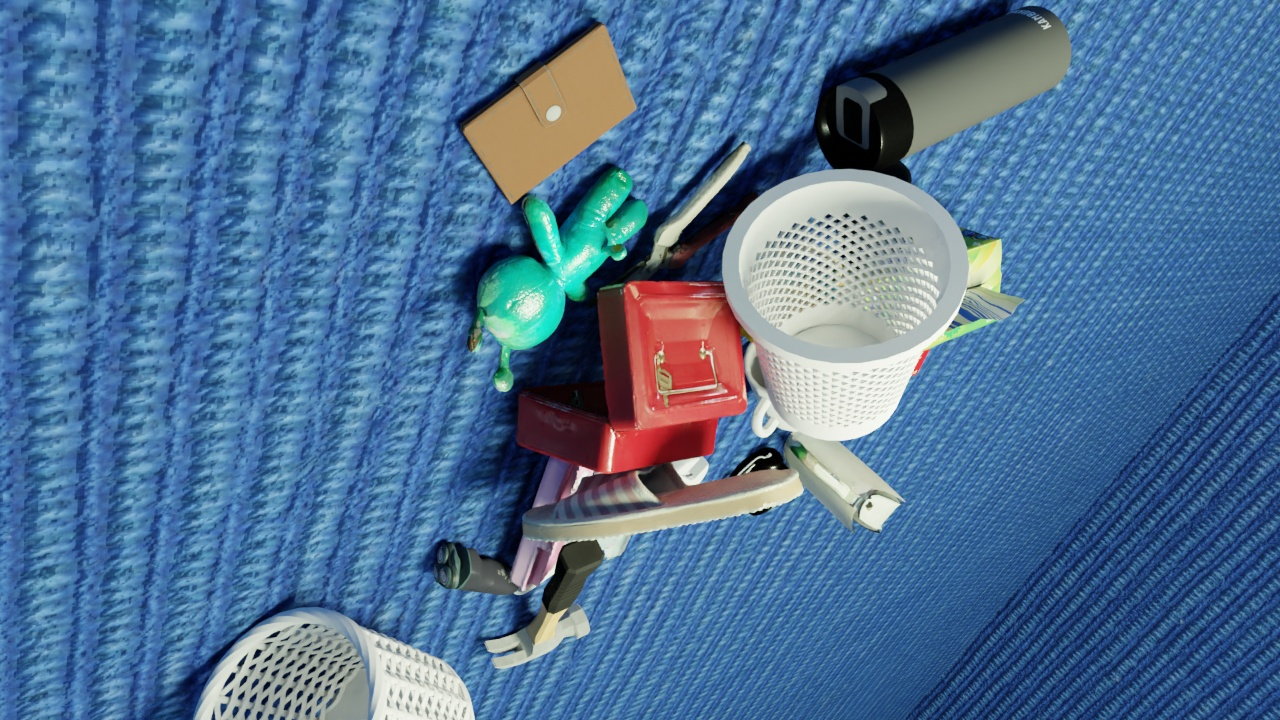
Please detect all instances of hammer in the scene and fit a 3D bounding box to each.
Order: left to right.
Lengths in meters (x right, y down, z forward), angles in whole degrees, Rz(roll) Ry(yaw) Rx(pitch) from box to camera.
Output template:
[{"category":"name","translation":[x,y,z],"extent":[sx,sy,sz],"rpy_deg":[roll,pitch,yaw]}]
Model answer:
[{"category":"hammer","translation":[-0.094,0.269,1.010],"extent":[0.131,0.039,0.329],"rpy_deg":[-18,155,-25]}]

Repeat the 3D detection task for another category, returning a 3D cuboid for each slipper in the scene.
[{"category":"slipper","translation":[0.012,0.116,0.810],"extent":[0.263,0.052,0.114],"rpy_deg":[-11,-178,24]}]

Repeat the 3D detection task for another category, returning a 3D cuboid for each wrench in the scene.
[{"category":"wrench","translation":[-0.035,0.191,1.077],"extent":[0.273,0.018,0.066],"rpy_deg":[-33,146,-10]}]

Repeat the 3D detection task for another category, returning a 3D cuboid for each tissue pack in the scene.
[{"category":"tissue pack","translation":[0.313,-0.062,0.983],"extent":[0.197,0.141,0.120],"rpy_deg":[-25,120,-17]}]

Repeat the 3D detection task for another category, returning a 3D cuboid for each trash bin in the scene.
[{"category":"trash bin","translation":[0.178,-0.031,0.828],"extent":[0.195,0.195,0.200],"rpy_deg":[-34,150,-11]}]

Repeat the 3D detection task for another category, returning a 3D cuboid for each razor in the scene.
[{"category":"razor","translation":[-0.167,0.224,0.962],"extent":[0.052,0.047,0.143],"rpy_deg":[-23,152,16]}]

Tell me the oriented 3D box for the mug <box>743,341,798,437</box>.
[{"category":"mug","translation":[0.159,0.031,1.014],"extent":[0.121,0.091,0.090],"rpy_deg":[-53,148,-13]}]

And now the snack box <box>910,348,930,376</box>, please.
[{"category":"snack box","translation":[0.317,-0.022,1.157],"extent":[0.151,0.036,0.133],"rpy_deg":[-20,141,-36]}]

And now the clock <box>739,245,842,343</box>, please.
[{"category":"clock","translation":[0.148,-0.064,0.939],"extent":[0.099,0.043,0.130],"rpy_deg":[18,124,-35]}]

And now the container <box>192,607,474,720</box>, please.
[{"category":"container","translation":[-0.278,0.346,0.857],"extent":[0.189,0.189,0.187],"rpy_deg":[-39,147,-4]}]

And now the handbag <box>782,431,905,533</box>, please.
[{"category":"handbag","translation":[0.240,0.149,1.185],"extent":[0.074,0.151,0.176],"rpy_deg":[-52,140,9]}]

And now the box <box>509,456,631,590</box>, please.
[{"category":"box","translation":[-0.062,0.150,0.973],"extent":[0.153,0.066,0.202],"rpy_deg":[-15,138,-41]}]

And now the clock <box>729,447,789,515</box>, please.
[{"category":"clock","translation":[0.154,0.158,1.201],"extent":[0.091,0.042,0.120],"rpy_deg":[-43,146,2]}]

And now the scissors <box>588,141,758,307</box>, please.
[{"category":"scissors","translation":[0.039,-0.110,0.800],"extent":[0.184,0.015,0.180],"rpy_deg":[-13,138,-46]}]

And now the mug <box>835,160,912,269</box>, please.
[{"category":"mug","translation":[0.222,-0.137,0.899],"extent":[0.104,0.071,0.077],"rpy_deg":[-64,155,-27]}]

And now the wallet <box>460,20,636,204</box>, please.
[{"category":"wallet","translation":[-0.061,-0.172,0.649],"extent":[0.121,0.013,0.087],"rpy_deg":[-38,148,-5]}]

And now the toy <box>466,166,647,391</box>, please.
[{"category":"toy","translation":[-0.065,-0.067,0.719],"extent":[0.193,0.072,0.131],"rpy_deg":[-47,147,-9]}]

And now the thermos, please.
[{"category":"thermos","translation":[0.277,-0.247,0.837],"extent":[0.240,0.082,0.082],"rpy_deg":[-27,143,-20]}]

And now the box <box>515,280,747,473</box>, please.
[{"category":"box","translation":[-0.012,0.021,0.826],"extent":[0.171,0.156,0.156],"rpy_deg":[-12,173,42]}]
